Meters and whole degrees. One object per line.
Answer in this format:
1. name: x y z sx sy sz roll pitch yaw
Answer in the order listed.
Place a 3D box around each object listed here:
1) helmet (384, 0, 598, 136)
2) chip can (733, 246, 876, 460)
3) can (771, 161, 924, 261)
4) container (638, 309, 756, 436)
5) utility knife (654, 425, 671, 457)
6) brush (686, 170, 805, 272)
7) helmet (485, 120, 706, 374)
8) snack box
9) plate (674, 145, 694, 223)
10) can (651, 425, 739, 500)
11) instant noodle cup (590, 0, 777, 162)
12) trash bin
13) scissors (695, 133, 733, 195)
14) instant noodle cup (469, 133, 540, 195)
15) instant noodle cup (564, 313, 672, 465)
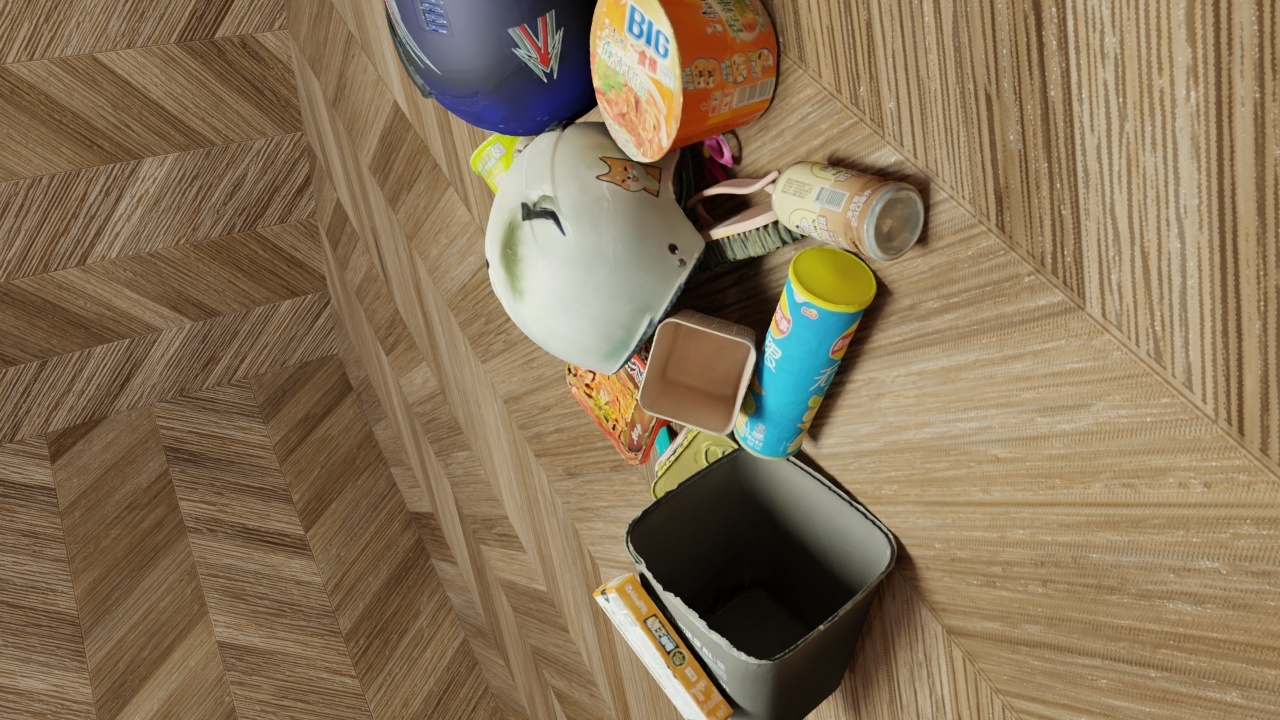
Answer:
1. helmet: -0.138 -0.374 0.937 0.241 0.247 0.315 71 175 -60
2. chip can: 0.138 0.001 0.808 0.071 0.071 0.211 56 150 32
3. can: 0.157 -0.117 0.706 0.116 0.058 0.058 33 135 54
4. container: 0.058 0.005 0.855 0.110 0.090 0.090 -50 -24 -75
5. utility knife: 0.033 0.123 1.100 0.029 0.013 0.181 -57 21 22
6. brush: 0.093 -0.128 0.826 0.146 0.063 0.073 -4 113 64
7. helmet: -0.069 -0.125 0.889 0.231 0.156 0.273 -47 44 40
8. snack box: 0.019 0.266 0.840 0.153 0.026 0.075 53 157 3
9. plate: 0.018 -0.203 0.973 0.179 0.024 0.180 45 144 46
10. can: 0.058 0.108 0.985 0.057 0.102 0.083 38 -170 -6
11. instant noodle cup: 0.039 -0.256 0.793 0.151 0.111 0.152 44 143 46
12. trash bin: 0.109 0.239 0.886 0.199 0.198 0.220 38 145 37
13. scissors: 0.056 -0.214 0.907 0.137 0.017 0.074 55 160 41
14. instant noodle cup: -0.146 -0.232 1.206 0.123 0.111 0.112 61 154 6
15. instant noodle cup: -0.006 0.006 1.024 0.164 0.079 0.189 50 138 31
